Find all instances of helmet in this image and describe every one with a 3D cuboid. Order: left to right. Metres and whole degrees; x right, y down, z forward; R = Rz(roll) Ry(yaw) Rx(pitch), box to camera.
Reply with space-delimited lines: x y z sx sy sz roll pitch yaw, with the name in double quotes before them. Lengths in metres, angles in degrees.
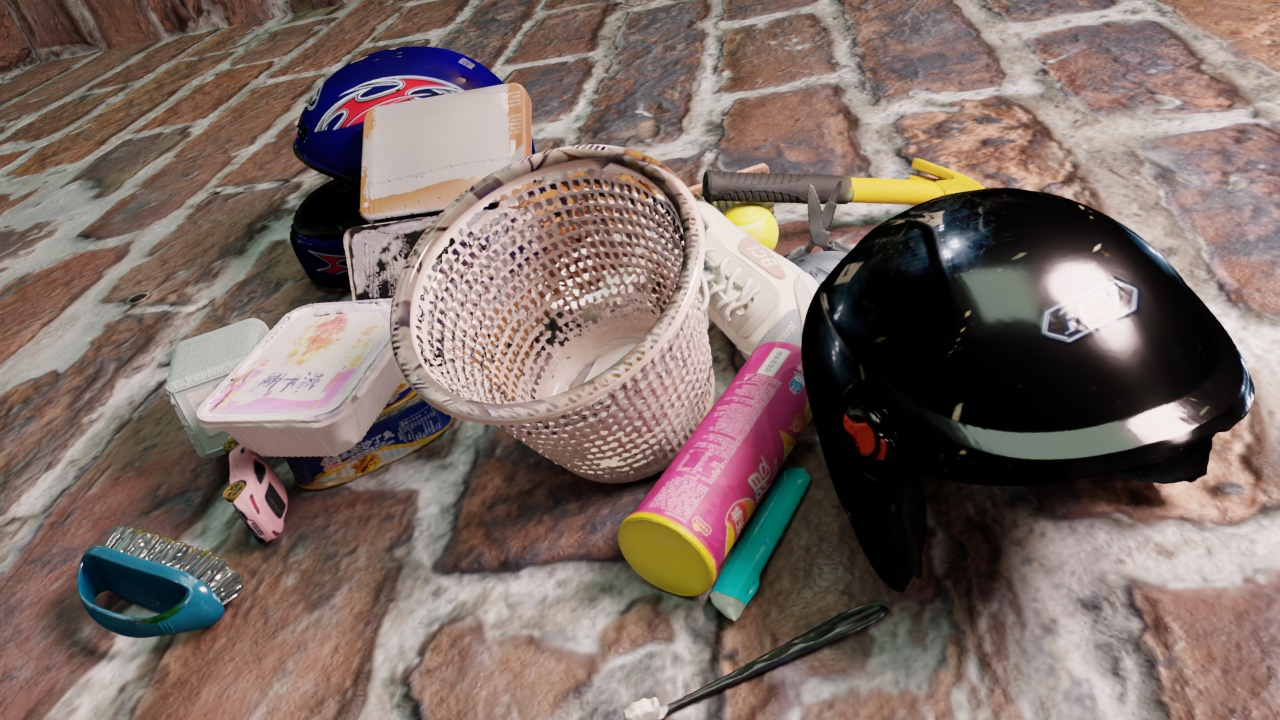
"helmet" -0.285 -0.240 1.089 0.315 0.241 0.247 -15 32 -2
"helmet" 0.221 0.005 0.572 0.233 0.230 0.275 -20 -4 -10

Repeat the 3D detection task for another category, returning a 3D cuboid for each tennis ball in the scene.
"tennis ball" 0.110 -0.131 0.950 0.065 0.065 0.065 -9 34 6

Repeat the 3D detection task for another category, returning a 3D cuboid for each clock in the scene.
"clock" 0.156 -0.052 0.830 0.121 0.055 0.082 -26 37 -16

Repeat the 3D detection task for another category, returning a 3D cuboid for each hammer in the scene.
"hammer" 0.212 -0.175 0.943 0.300 0.033 0.128 0 32 -10

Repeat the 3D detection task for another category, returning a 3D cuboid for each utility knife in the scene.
"utility knife" 0.086 0.124 0.638 0.029 0.013 0.150 11 39 27

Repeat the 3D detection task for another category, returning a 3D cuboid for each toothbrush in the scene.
"toothbrush" 0.072 0.182 0.555 0.181 0.018 0.015 -20 32 -12

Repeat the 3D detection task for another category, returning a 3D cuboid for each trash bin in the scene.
"trash bin" -0.039 -0.013 0.683 0.228 0.192 0.227 -10 56 15

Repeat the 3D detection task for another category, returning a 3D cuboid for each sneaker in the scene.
"sneaker" 0.076 -0.072 0.792 0.090 0.090 0.242 -51 50 17

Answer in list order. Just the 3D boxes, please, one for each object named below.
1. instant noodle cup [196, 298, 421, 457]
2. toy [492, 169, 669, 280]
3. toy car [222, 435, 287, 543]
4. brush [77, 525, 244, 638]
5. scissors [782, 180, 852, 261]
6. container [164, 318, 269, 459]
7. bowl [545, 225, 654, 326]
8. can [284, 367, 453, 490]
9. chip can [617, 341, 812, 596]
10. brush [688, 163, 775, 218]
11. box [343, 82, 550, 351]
"instant noodle cup" -0.267 0.018 0.778 0.138 0.060 0.173 -2 37 16
"toy" -0.056 -0.139 0.982 0.200 0.140 0.130 -3 -2 17
"toy car" -0.320 0.103 0.766 0.037 0.056 0.122 -25 35 -11
"brush" -0.368 0.170 0.684 0.144 0.055 0.073 6 38 26
"scissors" 0.169 -0.115 0.840 0.156 0.169 0.014 7 62 -32
"container" -0.378 0.027 0.848 0.090 0.090 0.111 -21 24 -12
"bowl" -0.029 -0.069 0.897 0.118 0.065 0.118 -22 37 18
"can" -0.242 0.057 0.812 0.148 0.049 0.074 -25 36 -17
"chip can" 0.067 0.071 0.667 0.071 0.071 0.209 10 40 31
"brush" 0.076 -0.172 1.024 0.145 0.063 0.073 -18 38 -4
"box" -0.193 -0.142 0.907 0.179 0.260 0.105 -5 3 11
